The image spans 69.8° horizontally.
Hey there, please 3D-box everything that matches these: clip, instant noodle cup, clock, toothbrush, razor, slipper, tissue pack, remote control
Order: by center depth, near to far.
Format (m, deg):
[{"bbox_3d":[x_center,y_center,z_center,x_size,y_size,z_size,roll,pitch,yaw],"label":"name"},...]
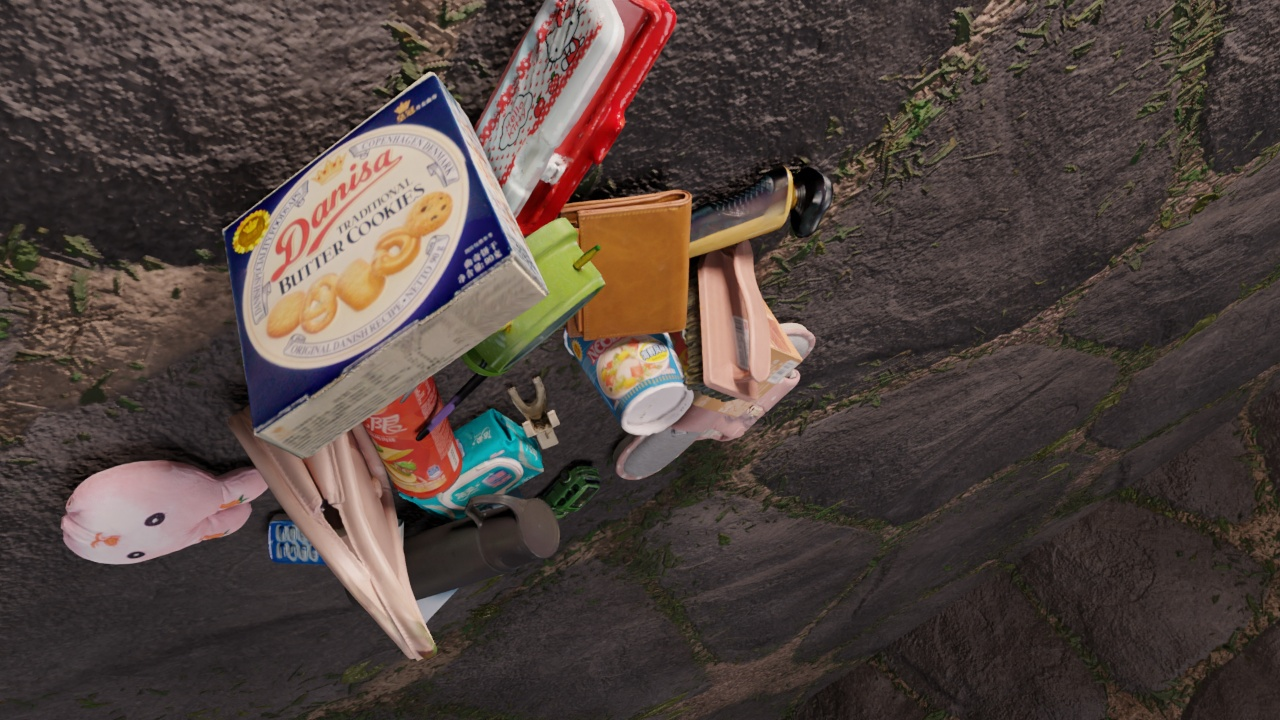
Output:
[{"bbox_3d":[-0.084,-0.041,0.672,0.116,0.056,0.161,-40,-178,-16],"label":"clock"},{"bbox_3d":[-0.118,0.000,0.769,0.188,0.017,0.014,-47,147,-14],"label":"toothbrush"},{"bbox_3d":[0.083,-0.118,0.788,0.167,0.062,0.068,-21,118,-2],"label":"razor"},{"bbox_3d":[-0.005,0.005,0.836,0.099,0.110,0.099,-20,146,-14],"label":"instant noodle cup"},{"bbox_3d":[-0.294,0.174,0.889,0.125,0.024,0.049,5,111,-7],"label":"remote control"},{"bbox_3d":[-0.096,0.067,0.894,0.035,0.086,0.104,-23,136,-9],"label":"clip"},{"bbox_3d":[-0.168,0.109,0.913,0.133,0.050,0.093,-31,149,6],"label":"tissue pack"},{"bbox_3d":[0.084,0.057,1.025,0.275,0.054,0.114,-38,146,15],"label":"slipper"}]

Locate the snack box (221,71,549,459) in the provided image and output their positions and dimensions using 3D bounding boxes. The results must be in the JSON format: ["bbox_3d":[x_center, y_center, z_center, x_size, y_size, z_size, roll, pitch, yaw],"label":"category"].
[{"bbox_3d":[-0.164,-0.062,0.558,0.178,0.182,0.046,-34,145,9],"label":"snack box"}]

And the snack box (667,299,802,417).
[{"bbox_3d":[0.083,-0.013,0.891,0.093,0.094,0.077,-44,145,23],"label":"snack box"}]

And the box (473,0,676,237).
[{"bbox_3d":[-0.050,-0.146,0.603,0.095,0.100,0.202,11,132,-36],"label":"box"}]

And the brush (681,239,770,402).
[{"bbox_3d":[0.077,-0.038,0.808,0.063,0.145,0.073,20,148,-39],"label":"brush"}]

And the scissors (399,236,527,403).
[{"bbox_3d":[-0.129,-0.037,0.718,0.162,0.012,0.162,-62,158,10],"label":"scissors"}]

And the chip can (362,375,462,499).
[{"bbox_3d":[-0.201,0.038,0.772,0.073,0.073,0.217,-21,147,-12],"label":"chip can"}]

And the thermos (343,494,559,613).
[{"bbox_3d":[-0.200,0.190,0.927,0.243,0.068,0.090,-23,116,28],"label":"thermos"}]

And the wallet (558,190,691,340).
[{"bbox_3d":[-0.018,-0.073,0.751,0.119,0.035,0.131,-5,132,-6],"label":"wallet"}]

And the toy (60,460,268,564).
[{"bbox_3d":[-0.394,0.124,0.770,0.159,0.054,0.122,-1,140,-47],"label":"toy"}]

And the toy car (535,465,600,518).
[{"bbox_3d":[-0.084,0.155,1.056,0.043,0.036,0.091,11,134,-47],"label":"toy car"}]

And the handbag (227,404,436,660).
[{"bbox_3d":[-0.230,0.142,0.742,0.093,0.234,0.194,-28,149,-17],"label":"handbag"}]

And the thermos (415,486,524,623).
[{"bbox_3d":[-0.207,0.215,1.020,0.070,0.070,0.221,13,129,-46],"label":"thermos"}]
